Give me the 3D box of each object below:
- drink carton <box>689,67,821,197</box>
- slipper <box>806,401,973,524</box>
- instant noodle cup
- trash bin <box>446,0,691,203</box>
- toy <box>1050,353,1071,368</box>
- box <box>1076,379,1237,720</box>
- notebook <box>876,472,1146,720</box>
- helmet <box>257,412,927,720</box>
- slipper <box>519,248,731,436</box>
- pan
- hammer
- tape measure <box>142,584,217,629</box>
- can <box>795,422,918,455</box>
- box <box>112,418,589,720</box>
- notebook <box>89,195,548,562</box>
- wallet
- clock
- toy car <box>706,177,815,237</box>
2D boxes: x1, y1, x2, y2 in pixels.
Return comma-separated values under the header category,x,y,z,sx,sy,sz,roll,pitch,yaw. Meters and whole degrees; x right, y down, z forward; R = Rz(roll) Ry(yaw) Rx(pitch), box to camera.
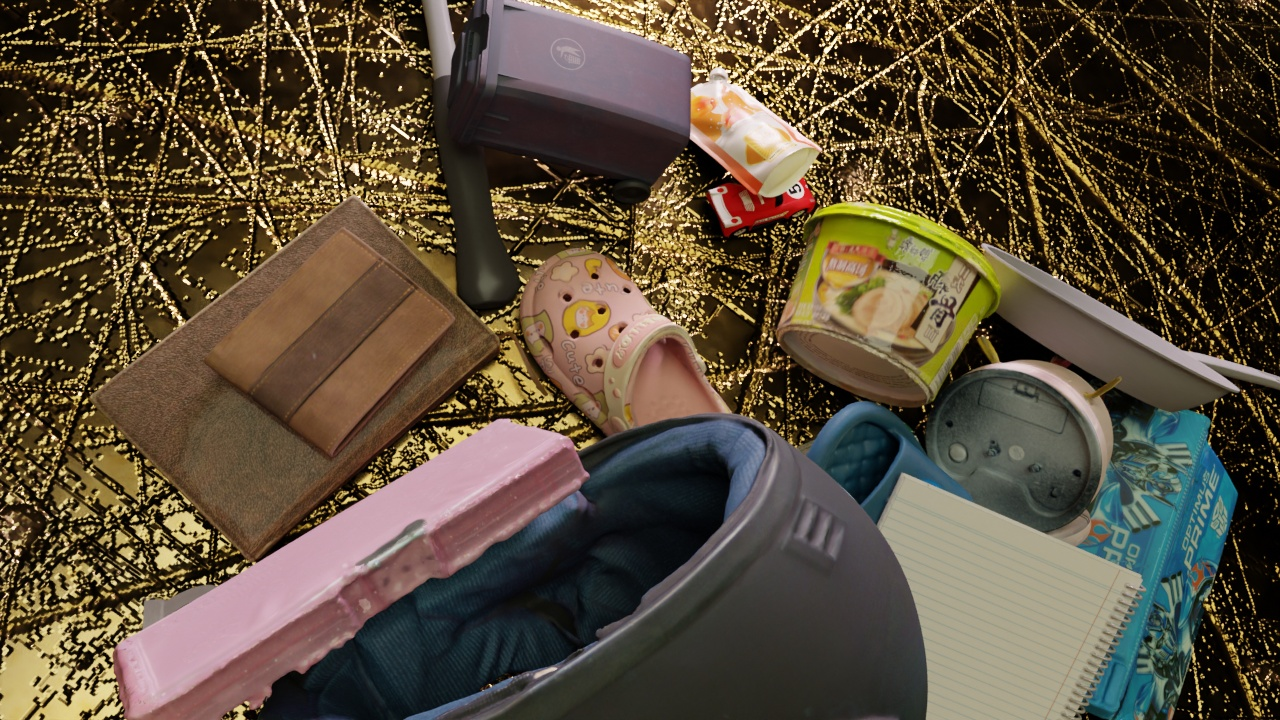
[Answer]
category,x,y,z,sx,sy,sz,roll,pitch,yaw
drink carton,0.075,-0.181,0.717,0.069,0.039,0.122,-35,62,-15
slipper,0.180,0.120,0.612,0.103,0.059,0.214,-45,113,-7
instant noodle cup,0.168,-0.035,0.652,0.146,0.146,0.097,28,80,-4
trash bin,-0.052,-0.187,0.652,0.160,0.092,0.093,9,70,-22
toy,0.296,0.044,0.703,0.050,0.065,0.102,13,70,24
box,0.371,0.149,0.678,0.170,0.071,0.243,33,69,-3
notebook,0.196,0.217,0.590,0.178,0.013,0.245,23,95,-6
helmet,0.001,0.190,0.483,0.315,0.249,0.236,-31,110,-18
slipper,-0.004,0.004,0.625,0.093,0.082,0.197,-36,86,-20
pan,0.403,-0.007,0.717,0.356,0.200,0.051,18,112,-28
hammer,-0.141,-0.185,0.678,0.125,0.030,0.310,-8,76,-17
tape measure,-0.262,0.166,0.545,0.065,0.017,0.064,-1,74,-14
can,0.149,0.075,0.654,0.101,0.053,0.053,-19,78,-19
box,-0.161,0.100,0.494,0.232,0.179,0.039,-32,106,-29
notebook,-0.199,0.019,0.596,0.190,0.035,0.215,45,69,2
wallet,-0.191,-0.013,0.575,0.098,0.027,0.121,37,68,0
clock,0.263,0.072,0.641,0.058,0.117,0.158,-21,123,-43
toy car,0.095,-0.126,0.718,0.089,0.025,0.038,-19,79,-19
